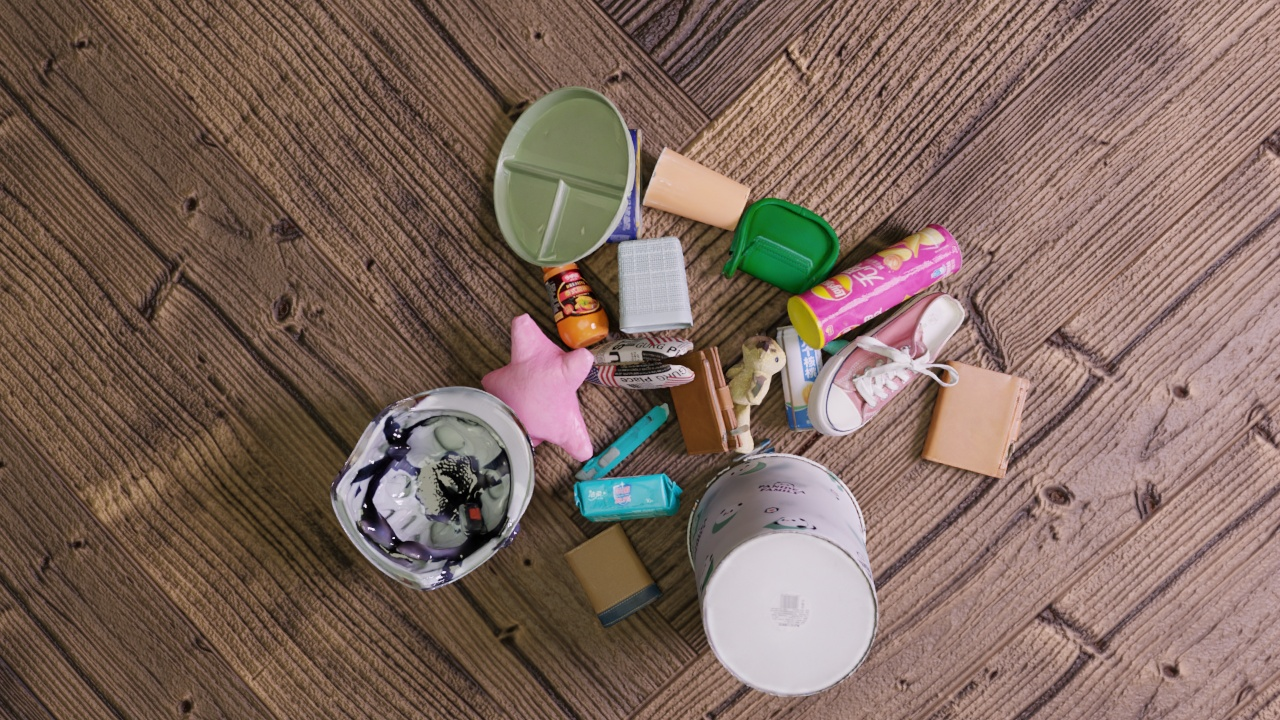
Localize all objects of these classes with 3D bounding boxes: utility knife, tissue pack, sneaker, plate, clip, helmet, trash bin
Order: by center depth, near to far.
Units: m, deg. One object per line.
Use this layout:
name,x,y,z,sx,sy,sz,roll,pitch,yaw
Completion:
trash bin,0.165,0.249,1.070,0.229,0.251,0.229,1,98,5
sneaker,0.308,0.003,1.122,0.241,0.088,0.118,-41,102,-6
plate,-0.097,-0.230,1.161,0.231,0.027,0.230,-4,84,35
helmet,-0.246,0.155,1.175,0.229,0.146,0.258,41,88,2
tissue pack,-0.013,0.176,1.177,0.133,0.093,0.050,-5,75,5
clip,0.148,0.123,1.194,0.058,0.026,0.038,-28,96,6
utility knife,-0.022,0.111,1.217,0.158,0.013,0.029,-42,89,5

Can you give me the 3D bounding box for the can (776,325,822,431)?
can,0.207,0.021,1.171,0.053,0.053,0.134,-8,90,6

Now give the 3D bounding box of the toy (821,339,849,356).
toy,0.277,0.020,1.178,0.096,0.030,0.092,2,96,-2

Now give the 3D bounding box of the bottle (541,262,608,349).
bottle,-0.094,-0.091,1.199,0.067,0.066,0.149,-25,82,6

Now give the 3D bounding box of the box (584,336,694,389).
box,-0.007,0.015,1.162,0.164,0.075,0.082,-1,103,33

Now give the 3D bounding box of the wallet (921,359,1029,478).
wallet,0.425,0.074,1.161,0.108,0.031,0.132,14,93,8

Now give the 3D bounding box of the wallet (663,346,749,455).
wallet,0.080,0.053,1.161,0.035,0.119,0.130,-14,89,-35

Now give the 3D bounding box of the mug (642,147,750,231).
mug,0.073,-0.214,1.173,0.123,0.078,0.078,21,93,-1

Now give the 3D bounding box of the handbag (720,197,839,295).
handbag,0.179,-0.137,1.163,0.131,0.068,0.120,24,94,5

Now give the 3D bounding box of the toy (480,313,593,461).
toy,-0.138,0.033,1.188,0.179,0.074,0.195,9,112,26

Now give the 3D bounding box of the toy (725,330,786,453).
toy,0.141,0.042,1.161,0.066,0.105,0.157,9,110,-7

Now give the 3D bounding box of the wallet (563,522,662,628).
wallet,-0.037,0.284,1.214,0.090,0.033,0.115,-32,87,3

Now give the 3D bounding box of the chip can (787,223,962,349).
chip can,0.288,-0.092,1.125,0.210,0.071,0.071,-28,88,-10

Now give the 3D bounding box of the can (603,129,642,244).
can,-0.024,-0.224,1.180,0.049,0.074,0.148,0,90,3

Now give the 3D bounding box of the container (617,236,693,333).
container,0.017,-0.096,1.172,0.090,0.090,0.111,-5,88,5
